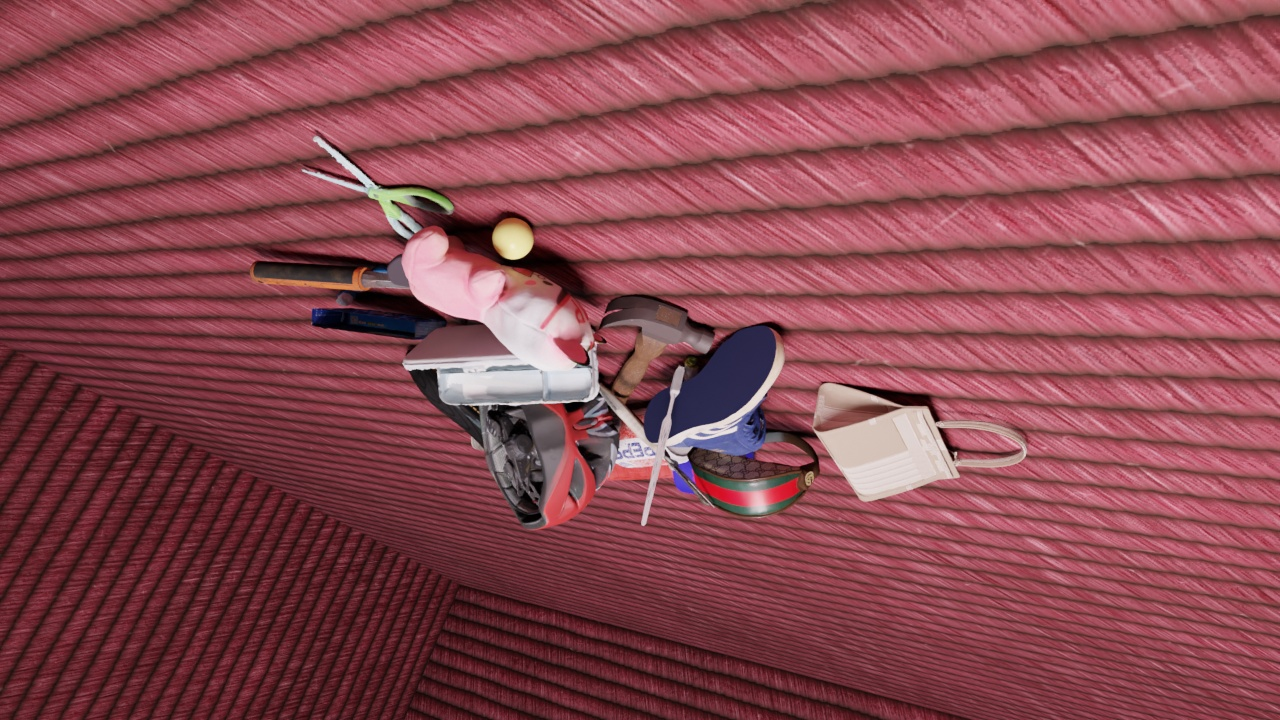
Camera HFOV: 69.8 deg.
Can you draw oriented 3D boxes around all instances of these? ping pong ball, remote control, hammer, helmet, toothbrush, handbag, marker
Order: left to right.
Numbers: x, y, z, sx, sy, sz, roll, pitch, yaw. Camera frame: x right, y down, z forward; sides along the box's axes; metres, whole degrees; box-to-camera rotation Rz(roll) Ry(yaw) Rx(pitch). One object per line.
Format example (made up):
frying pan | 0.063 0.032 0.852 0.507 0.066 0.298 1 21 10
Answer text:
hammer | -0.346 -0.094 1.122 0.315 0.034 0.138 6 153 26
toothbrush | -0.357 -0.095 1.174 0.016 0.014 0.167 32 154 -26
remote control | -0.214 -0.090 1.006 0.124 0.009 0.047 9 139 -21
ping pong ball | -0.124 -0.119 0.892 0.040 0.040 0.040 17 157 7
helmet | -0.133 0.108 1.213 0.166 0.217 0.273 -16 175 -28
hammer | -0.007 0.006 1.086 0.115 0.033 0.324 21 158 -4
toothbrush | 0.024 0.088 0.973 0.010 0.181 0.010 16 155 -4
marker | 0.060 0.032 1.102 0.017 0.017 0.147 16 156 10
handbag | 0.137 0.127 1.113 0.167 0.138 0.063 17 124 56
handbag | 0.310 0.092 0.990 0.198 0.062 0.175 -2 148 30

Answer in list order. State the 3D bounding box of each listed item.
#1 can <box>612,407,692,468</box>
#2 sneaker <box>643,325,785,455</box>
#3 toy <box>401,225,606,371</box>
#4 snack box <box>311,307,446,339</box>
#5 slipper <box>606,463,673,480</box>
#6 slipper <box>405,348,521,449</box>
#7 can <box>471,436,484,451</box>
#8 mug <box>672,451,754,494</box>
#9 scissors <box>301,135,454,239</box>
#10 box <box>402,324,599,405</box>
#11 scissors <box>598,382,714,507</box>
can | 0.012 0.101 1.218 0.078 0.078 0.136 33 154 -27
sneaker | 0.117 0.047 1.003 0.118 0.091 0.234 16 146 -30
toy | -0.135 -0.057 0.924 0.213 0.084 0.142 28 -178 0
snack box | -0.336 -0.048 1.184 0.150 0.027 0.082 8 -173 15
slipper | -0.022 0.134 1.348 0.249 0.059 0.103 -1 151 11
slipper | -0.238 0.070 1.364 0.268 0.075 0.113 46 154 -16
can | -0.206 0.135 1.506 0.136 0.054 0.054 12 156 20
mug | 0.108 0.145 1.251 0.084 0.079 0.111 3 180 35
scissors | -0.268 -0.167 0.937 0.171 0.023 0.168 18 163 11
box | -0.166 0.001 1.039 0.216 0.106 0.124 -4 179 18
scissors | 0.012 0.095 1.094 0.179 0.015 0.187 47 179 -28
